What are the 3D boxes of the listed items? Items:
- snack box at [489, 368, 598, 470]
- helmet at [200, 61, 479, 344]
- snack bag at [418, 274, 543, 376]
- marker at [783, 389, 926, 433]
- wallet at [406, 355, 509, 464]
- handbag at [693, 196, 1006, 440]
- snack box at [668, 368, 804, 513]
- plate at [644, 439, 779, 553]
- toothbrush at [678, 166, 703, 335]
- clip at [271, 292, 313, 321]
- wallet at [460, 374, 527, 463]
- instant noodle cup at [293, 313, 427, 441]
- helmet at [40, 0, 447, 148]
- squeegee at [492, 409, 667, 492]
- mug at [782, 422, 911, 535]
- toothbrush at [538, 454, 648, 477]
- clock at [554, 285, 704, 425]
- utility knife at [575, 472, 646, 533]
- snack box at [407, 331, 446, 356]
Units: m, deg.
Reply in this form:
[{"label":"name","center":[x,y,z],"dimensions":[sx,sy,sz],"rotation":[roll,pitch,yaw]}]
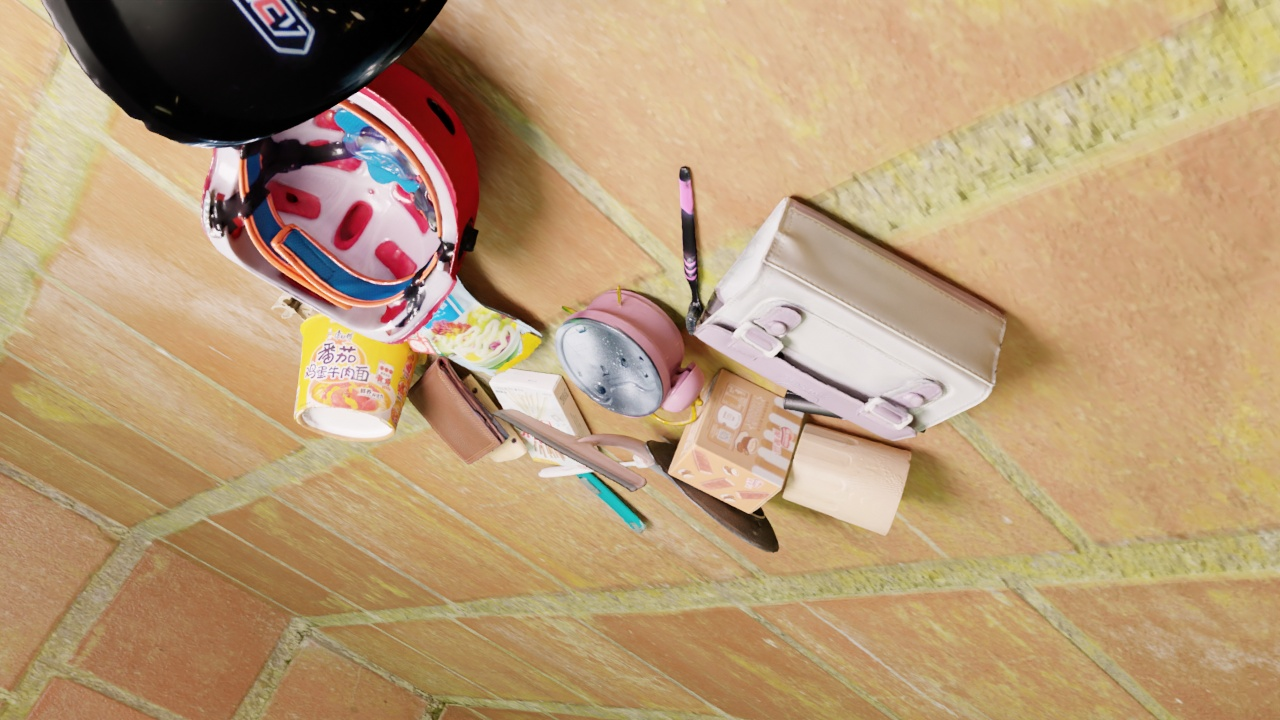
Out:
[{"label":"snack box","center":[-0.109,0.070,1.069],"dimensions":[0.085,0.026,0.157],"rotation":[7,142,24]},{"label":"helmet","center":[-0.216,-0.148,0.723],"dimensions":[0.207,0.143,0.241],"rotation":[30,133,-10]},{"label":"snack bag","center":[-0.195,-0.050,0.904],"dimensions":[0.111,0.038,0.191],"rotation":[-20,139,36]},{"label":"marker","center":[0.198,0.046,0.850],"dimensions":[0.132,0.020,0.022],"rotation":[9,115,24]},{"label":"wallet","center":[-0.214,0.061,1.076],"dimensions":[0.124,0.032,0.101],"rotation":[51,143,-5]},{"label":"handbag","center":[0.155,-0.019,0.718],"dimensions":[0.197,0.098,0.145],"rotation":[28,153,-6]},{"label":"snack box","center":[0.093,0.080,0.894],"dimensions":[0.094,0.092,0.077],"rotation":[26,146,-4]},{"label":"plate","center":[0.081,0.136,0.973],"dimensions":[0.179,0.024,0.179],"rotation":[39,-174,-5]},{"label":"toothbrush","center":[0.040,-0.085,0.762],"dimensions":[0.014,0.017,0.189],"rotation":[15,145,18]},{"label":"clip","center":[-0.384,-0.059,1.055],"dimensions":[0.092,0.034,0.103],"rotation":[32,151,-10]},{"label":"wallet","center":[-0.191,0.072,1.108],"dimensions":[0.087,0.024,0.115],"rotation":[-21,110,51]},{"label":"instant noodle cup","center":[-0.320,0.023,1.028],"dimensions":[0.138,0.109,0.138],"rotation":[3,155,1]},{"label":"helmet","center":[-0.194,-0.244,0.456],"dimensions":[0.230,0.274,0.234],"rotation":[-13,150,6]},{"label":"squeegee","center":[0.002,0.109,1.004],"dimensions":[0.249,0.040,0.248],"rotation":[24,177,-43]},{"label":"mug","center":[0.202,0.116,0.905],"dimensions":[0.103,0.084,0.124],"rotation":[17,174,12]},{"label":"toothbrush","center":[-0.058,0.129,1.124],"dimensions":[0.180,0.016,0.016],"rotation":[-11,125,35]},{"label":"clock","center":[-0.005,0.005,0.857],"dimensions":[0.117,0.059,0.158],"rotation":[-14,119,49]},{"label":"utility knife","center":[-0.061,0.161,1.183],"dimensions":[0.029,0.013,0.216],"rotation":[-18,125,42]},{"label":"snack box","center":[-0.230,-0.062,0.957],"dimensions":[0.077,0.027,0.156],"rotation":[8,144,22]}]
